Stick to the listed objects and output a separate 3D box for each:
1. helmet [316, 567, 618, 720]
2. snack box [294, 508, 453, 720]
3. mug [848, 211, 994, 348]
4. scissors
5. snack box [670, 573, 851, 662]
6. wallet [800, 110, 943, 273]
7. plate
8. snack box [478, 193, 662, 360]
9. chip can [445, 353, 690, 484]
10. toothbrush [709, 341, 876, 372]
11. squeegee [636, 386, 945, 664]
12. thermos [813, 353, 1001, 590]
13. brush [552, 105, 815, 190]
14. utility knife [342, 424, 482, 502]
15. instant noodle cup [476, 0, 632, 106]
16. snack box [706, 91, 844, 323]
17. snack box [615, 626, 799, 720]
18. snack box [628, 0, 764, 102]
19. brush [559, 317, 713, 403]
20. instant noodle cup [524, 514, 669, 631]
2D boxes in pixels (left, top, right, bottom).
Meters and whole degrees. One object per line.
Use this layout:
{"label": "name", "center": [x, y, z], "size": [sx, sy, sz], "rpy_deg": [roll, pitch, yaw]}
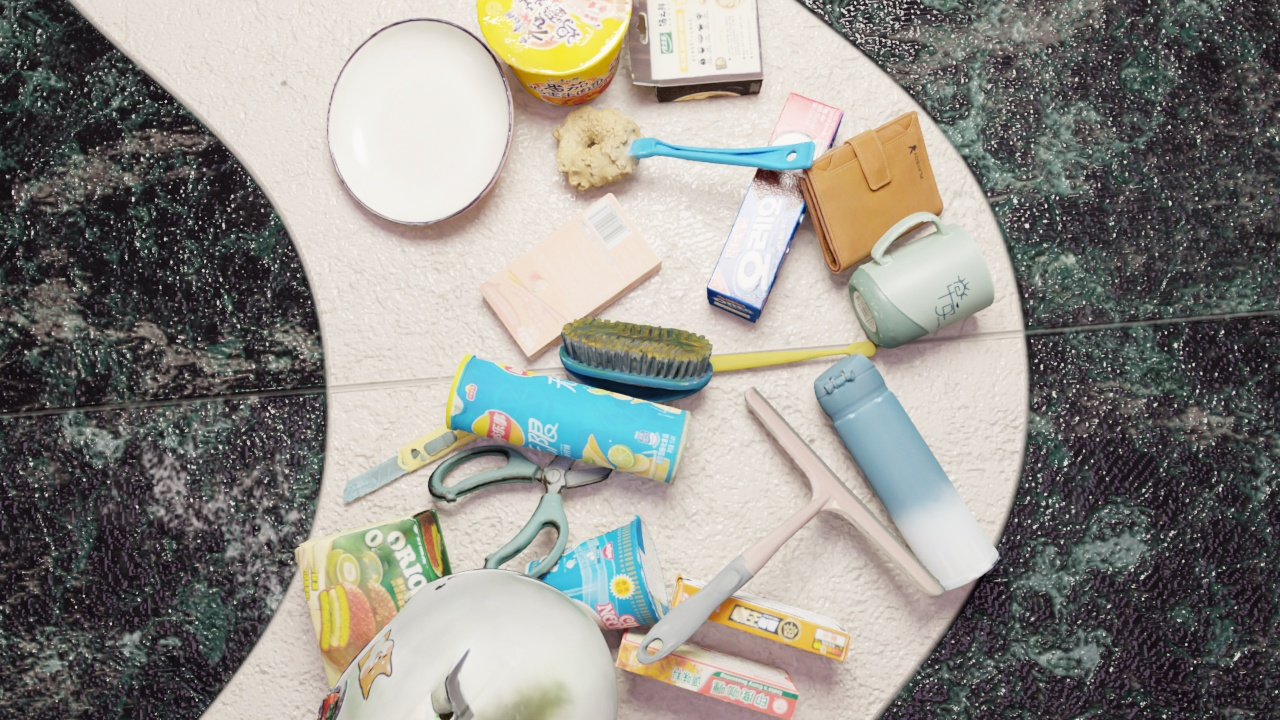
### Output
{"label": "helmet", "center": [-0.127, 0.301, 0.694], "size": [0.230, 0.157, 0.273], "rpy_deg": [36, 78, -8]}
{"label": "snack box", "center": [-0.212, 0.260, 0.807], "size": [0.114, 0.063, 0.240], "rpy_deg": [-15, 89, 7]}
{"label": "mug", "center": [0.246, -0.075, 0.826], "size": [0.106, 0.082, 0.112], "rpy_deg": [-24, 120, 2]}
{"label": "scissors", "center": [-0.121, 0.121, 0.836], "size": [0.181, 0.019, 0.169], "rpy_deg": [21, 57, 20]}
{"label": "snack box", "center": [0.103, 0.225, 0.811], "size": [0.154, 0.075, 0.026], "rpy_deg": [16, 85, 3]}
{"label": "wallet", "center": [0.213, -0.155, 0.839], "size": [0.131, 0.031, 0.108], "rpy_deg": [-29, 110, -19]}
{"label": "plate", "center": [-0.204, -0.223, 0.872], "size": [0.193, 0.039, 0.192], "rpy_deg": [1, 93, 15]}
{"label": "snack box", "center": [-0.066, -0.080, 0.874], "size": [0.157, 0.026, 0.084], "rpy_deg": [-36, 85, -2]}
{"label": "chip can", "center": [-0.064, 0.053, 0.828], "size": [0.210, 0.071, 0.071], "rpy_deg": [14, 84, 0]}
{"label": "toothbrush", "center": [0.126, -0.002, 0.866], "size": [0.190, 0.016, 0.015], "rpy_deg": [-6, 85, 2]}
{"label": "squeegee", "center": [0.094, 0.170, 0.773], "size": [0.249, 0.040, 0.247], "rpy_deg": [-36, 72, -21]}
{"label": "thermos", "center": [0.235, 0.096, 0.825], "size": [0.070, 0.070, 0.220], "rpy_deg": [-31, 85, -2]}
{"label": "brush", "center": [0.033, -0.191, 0.840], "size": [0.255, 0.046, 0.083], "rpy_deg": [7, 73, 21]}
{"label": "utility knife", "center": [-0.188, 0.079, 0.869], "size": [0.212, 0.022, 0.031], "rpy_deg": [-28, 82, 3]}
{"label": "instant noodle cup", "center": [-0.074, -0.309, 0.857], "size": [0.138, 0.110, 0.138], "rpy_deg": [0, 84, 2]}
{"label": "snack box", "center": [0.126, -0.142, 0.860], "size": [0.058, 0.057, 0.207], "rpy_deg": [23, 85, 7]}
{"label": "snack box", "center": [0.057, 0.271, 0.807], "size": [0.156, 0.077, 0.027], "rpy_deg": [16, 85, 3]}
{"label": "snack box", "center": [0.051, -0.314, 0.882], "size": [0.125, 0.053, 0.113], "rpy_deg": [-4, 84, 2]}
{"label": "brush", "center": [-0.005, 0.005, 0.843], "size": [0.144, 0.055, 0.074], "rpy_deg": [9, 125, 9]}
{"label": "instant noodle cup", "center": [-0.040, 0.199, 0.815], "size": [0.110, 0.099, 0.099], "rpy_deg": [-17, 84, 8]}
